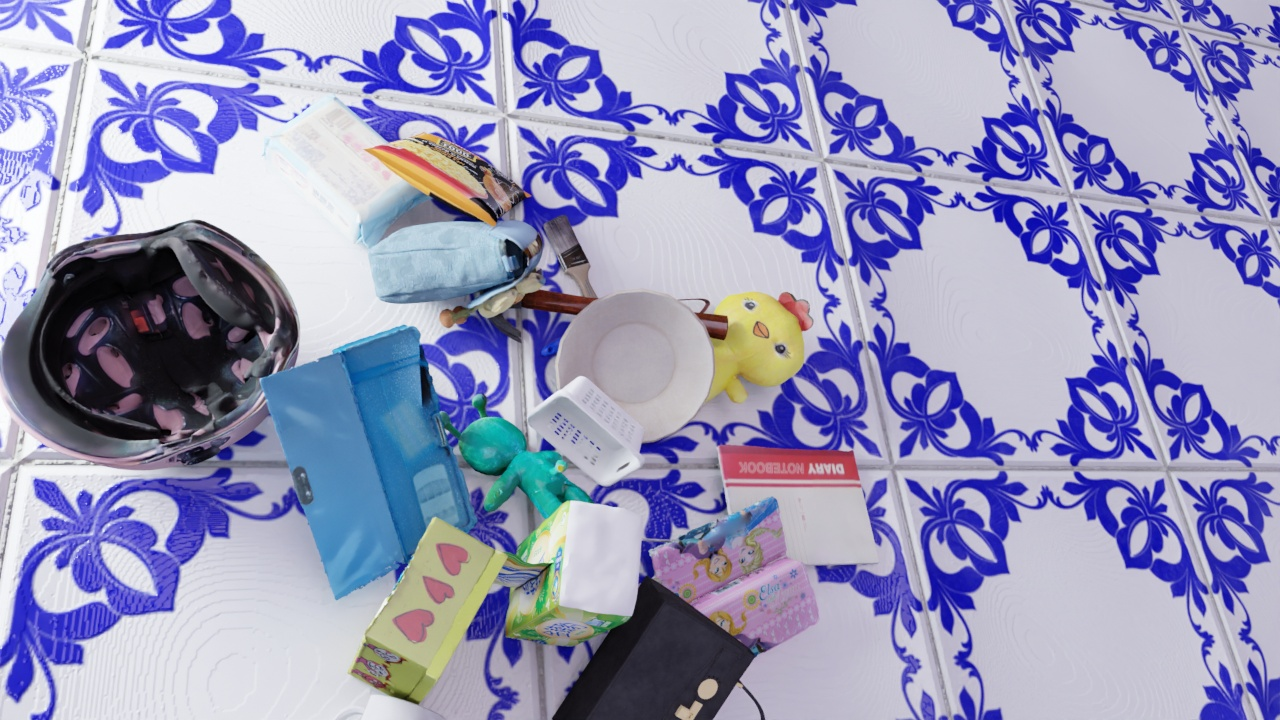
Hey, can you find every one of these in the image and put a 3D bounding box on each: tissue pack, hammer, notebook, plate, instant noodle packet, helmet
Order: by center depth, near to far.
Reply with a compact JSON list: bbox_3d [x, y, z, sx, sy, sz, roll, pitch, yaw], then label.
[{"bbox_3d":[-0.464,-0.001,0.887,0.230,0.153,0.254,46,61,2],"label":"helmet"},{"bbox_3d":[-0.099,0.210,0.904,0.141,0.198,0.120,14,55,-18],"label":"tissue pack"},{"bbox_3d":[-0.006,0.007,1.090,0.188,0.027,0.189,-2,105,-6],"label":"plate"},{"bbox_3d":[-0.347,-0.223,1.092,0.182,0.070,0.111,43,58,-1],"label":"tissue pack"},{"bbox_3d":[-0.222,-0.222,1.097,0.160,0.032,0.220,30,19,-6],"label":"instant noodle packet"},{"bbox_3d":[-0.042,-0.061,1.119,0.300,0.028,0.111,8,64,-2],"label":"hammer"},{"bbox_3d":[0.195,0.179,1.133,0.208,0.012,0.153,5,63,-27],"label":"notebook"}]

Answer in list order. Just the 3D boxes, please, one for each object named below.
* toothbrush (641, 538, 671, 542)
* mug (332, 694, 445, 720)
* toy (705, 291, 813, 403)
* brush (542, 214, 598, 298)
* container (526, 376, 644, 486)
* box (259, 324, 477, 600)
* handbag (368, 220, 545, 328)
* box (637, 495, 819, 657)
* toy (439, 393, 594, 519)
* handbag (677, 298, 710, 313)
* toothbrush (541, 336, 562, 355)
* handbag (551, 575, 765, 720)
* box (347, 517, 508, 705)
[{"bbox_3d":[0.067,0.212,1.041,0.181,0.010,0.010,14,59,-41],"label":"toothbrush"},{"bbox_3d":[-0.245,0.363,0.851,0.105,0.074,0.089,10,59,12],"label":"mug"},{"bbox_3d":[0.125,-0.013,1.170,0.207,0.092,0.134,-26,71,-20],"label":"toy"},{"bbox_3d":[-0.083,-0.121,1.180,0.038,0.012,0.151,-19,75,-28],"label":"brush"},{"bbox_3d":[-0.056,0.077,1.048,0.129,0.081,0.049,42,42,-14],"label":"container"},{"bbox_3d":[-0.267,0.096,0.912,0.174,0.034,0.231,-23,106,-41],"label":"box"},{"bbox_3d":[-0.205,-0.099,1.047,0.192,0.121,0.119,-6,108,3],"label":"handbag"},{"bbox_3d":[0.089,0.260,1.019,0.229,0.035,0.159,-18,95,-28],"label":"box"},{"bbox_3d":[-0.132,0.111,1.003,0.193,0.073,0.130,37,31,11],"label":"toy"},{"bbox_3d":[0.046,-0.058,1.192,0.119,0.029,0.055,-23,100,-36],"label":"handbag"},{"bbox_3d":[-0.047,-0.044,1.153,0.182,0.018,0.016,-27,103,-30],"label":"toothbrush"},{"bbox_3d":[0.044,0.351,0.937,0.195,0.072,0.175,34,88,-16],"label":"handbag"},{"bbox_3d":[-0.198,0.237,0.838,0.081,0.222,0.124,31,56,-6],"label":"box"}]
